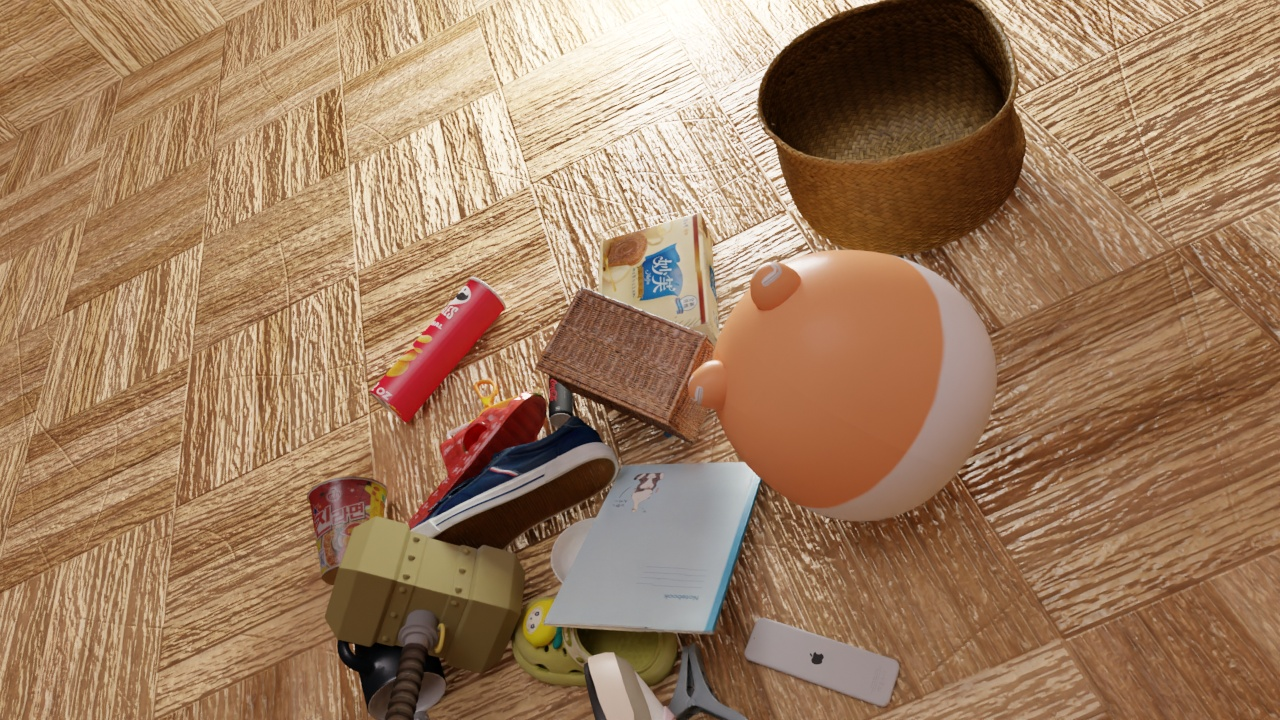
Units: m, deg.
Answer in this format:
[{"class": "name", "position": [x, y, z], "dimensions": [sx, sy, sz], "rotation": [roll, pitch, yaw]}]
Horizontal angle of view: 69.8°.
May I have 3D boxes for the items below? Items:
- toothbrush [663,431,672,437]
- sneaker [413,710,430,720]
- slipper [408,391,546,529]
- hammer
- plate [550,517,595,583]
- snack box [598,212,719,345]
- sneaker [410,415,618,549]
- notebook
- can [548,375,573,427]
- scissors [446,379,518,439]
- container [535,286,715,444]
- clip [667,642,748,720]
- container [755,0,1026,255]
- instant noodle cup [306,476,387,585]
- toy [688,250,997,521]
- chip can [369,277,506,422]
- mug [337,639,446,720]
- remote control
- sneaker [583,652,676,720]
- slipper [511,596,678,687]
[{"class": "toothbrush", "position": [0.090, 0.034, 1.123], "dimensions": [0.166, 0.014, 0.016], "rotation": [-42, 48, -9]}, {"class": "sneaker", "position": [-0.179, 0.410, 0.913], "dimensions": [0.257, 0.093, 0.160], "rotation": [-22, 39, 7]}, {"class": "slipper", "position": [-0.213, 0.128, 1.138], "dimensions": [0.059, 0.103, 0.248], "rotation": [33, 75, 25]}, {"class": "hammer", "position": [-0.223, 0.310, 0.875], "dimensions": [0.190, 0.101, 0.324], "rotation": [18, 28, -12]}, {"class": "plate", "position": [-0.046, 0.223, 1.019], "dimensions": [0.104, 0.026, 0.104], "rotation": [-1, 43, 1]}, {"class": "snack box", "position": [0.022, -0.094, 1.231], "dimensions": [0.153, 0.055, 0.207], "rotation": [-14, 49, 16]}, {"class": "sneaker", "position": [-0.177, 0.155, 1.083], "dimensions": [0.294, 0.121, 0.127], "rotation": [-31, 51, -6]}, {"class": "notebook", "position": [0.023, 0.189, 0.973], "dimensions": [0.181, 0.009, 0.252], "rotation": [-4, 31, 23]}, {"class": "can", "position": [-0.104, 0.047, 1.196], "dimensions": [0.031, 0.031, 0.080], "rotation": [-16, 49, 14]}, {"class": "scissors", "position": [-0.210, 0.074, 1.241], "dimensions": [0.131, 0.011, 0.125], "rotation": [-37, 45, -2]}, {"class": "container", "position": [-0.006, 0.006, 1.083], "dimensions": [0.199, 0.114, 0.112], "rotation": [23, 83, 24]}, {"class": "clip", "position": [0.073, 0.362, 0.861], "dimensions": [0.165, 0.031, 0.168], "rotation": [11, 61, 30]}, {"class": "container", "position": [0.314, -0.282, 1.144], "dimensions": [0.307, 0.197, 0.306], "rotation": [-12, 50, 15]}, {"class": "instant noodle cup", "position": [-0.365, 0.217, 1.151], "dimensions": [0.100, 0.100, 0.112], "rotation": [-21, 55, 10]}, {"class": "toy", "position": [0.194, 0.015, 0.903], "dimensions": [0.263, 0.280, 0.265], "rotation": [-60, 28, 19]}, {"class": "chip can", "position": [-0.288, -0.016, 1.311], "dimensions": [0.069, 0.069, 0.220], "rotation": [24, 67, 38]}, {"class": "mug", "position": [-0.278, 0.324, 0.998], "dimensions": [0.085, 0.121, 0.094], "rotation": [-45, 45, 11]}, {"class": "remote control", "position": [0.172, 0.288, 0.882], "dimensions": [0.147, 0.008, 0.045], "rotation": [10, 59, 32]}, {"class": "sneaker", "position": [0.054, 0.369, 0.790], "dimensions": [0.116, 0.112, 0.293], "rotation": [-24, 57, -15]}, {"class": "slipper", "position": [-0.057, 0.288, 0.948], "dimensions": [0.191, 0.081, 0.091], "rotation": [1, 57, 24]}]
